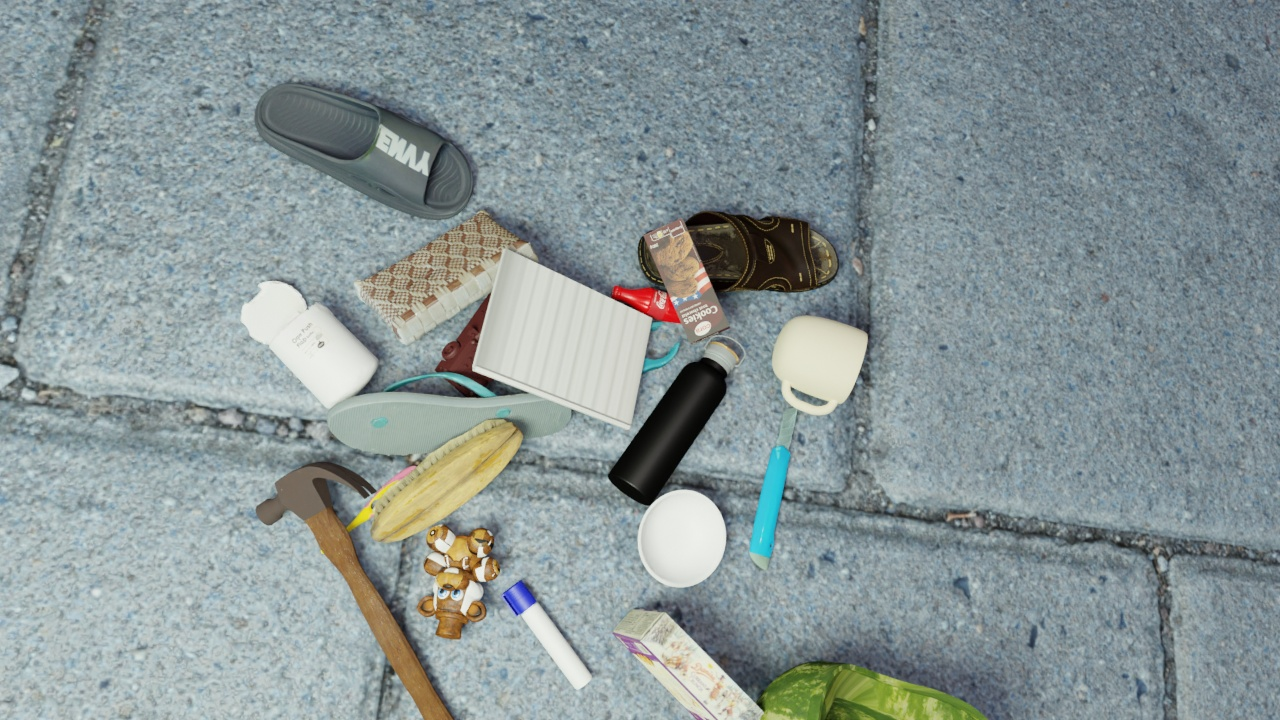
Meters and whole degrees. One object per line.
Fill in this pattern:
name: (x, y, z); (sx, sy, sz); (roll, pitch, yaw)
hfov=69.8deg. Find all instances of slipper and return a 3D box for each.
slipper: (0.130, -0.135, 1.154); (0.267, 0.076, 0.113); (-1, 78, -14)
slipper: (-0.320, -0.261, 1.072); (0.268, 0.083, 0.110); (23, 71, -6)
slipper: (-0.212, 0.058, 1.028); (0.268, 0.098, 0.054); (0, 46, -23)

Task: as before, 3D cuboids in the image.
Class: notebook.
notebook: (-0.082, -0.020, 1.039); (0.209, 0.009, 0.142); (24, 68, -32)

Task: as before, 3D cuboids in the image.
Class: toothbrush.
toothbrush: (-0.297, 0.164, 1.011); (0.021, 0.016, 0.135); (46, 69, 2)

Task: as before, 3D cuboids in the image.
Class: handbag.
handbag: (-0.221, -0.097, 1.049); (0.185, 0.047, 0.124); (-35, 45, -18)

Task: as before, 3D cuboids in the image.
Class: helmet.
helmet: (0.224, 0.440, 0.957); (0.247, 0.244, 0.212); (24, 39, 20)

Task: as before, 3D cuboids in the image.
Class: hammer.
hammer: (-0.282, 0.254, 0.964); (0.115, 0.033, 0.323); (-29, 92, 8)

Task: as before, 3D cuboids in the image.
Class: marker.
marker: (-0.104, 0.306, 1.020); (0.027, 0.023, 0.133); (-37, 88, 2)

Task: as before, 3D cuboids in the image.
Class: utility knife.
utility knife: (0.165, 0.153, 1.126); (0.031, 0.015, 0.205); (18, 77, -10)

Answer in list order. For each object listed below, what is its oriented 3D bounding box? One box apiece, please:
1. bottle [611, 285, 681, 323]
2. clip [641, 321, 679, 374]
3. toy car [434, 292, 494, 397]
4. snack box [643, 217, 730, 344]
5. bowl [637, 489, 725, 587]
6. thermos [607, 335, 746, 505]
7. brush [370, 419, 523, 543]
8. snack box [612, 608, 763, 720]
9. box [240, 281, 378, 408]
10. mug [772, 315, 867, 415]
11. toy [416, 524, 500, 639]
bottle: (0.022, -0.068, 1.133); (0.119, 0.036, 0.036); (16, 74, -9)
clip: (-0.018, -0.010, 1.117); (0.127, 0.028, 0.113); (-28, 87, -17)
toy car: (-0.158, -0.038, 1.056); (0.070, 0.062, 0.169); (47, 66, -39)
snack box: (0.056, -0.094, 1.099); (0.051, 0.031, 0.141); (-24, 85, 6)
bowl: (0.041, 0.204, 1.067); (0.109, 0.041, 0.110); (2, 86, -21)
thermos: (0.051, 0.062, 1.095); (0.061, 0.061, 0.230); (37, 71, -3)
brush: (-0.214, 0.130, 1.004); (0.195, 0.043, 0.059); (-37, 130, -5)
snack box: (0.046, 0.334, 0.986); (0.148, 0.144, 0.040); (46, 71, 0)
box: (-0.368, -0.024, 1.006); (0.083, 0.092, 0.166); (-44, 98, -15)
mug: (0.211, 0.005, 1.131); (0.100, 0.096, 0.120); (19, 77, 2)
toy: (-0.198, 0.240, 0.991); (0.087, 0.067, 0.112); (2, 62, 12)
